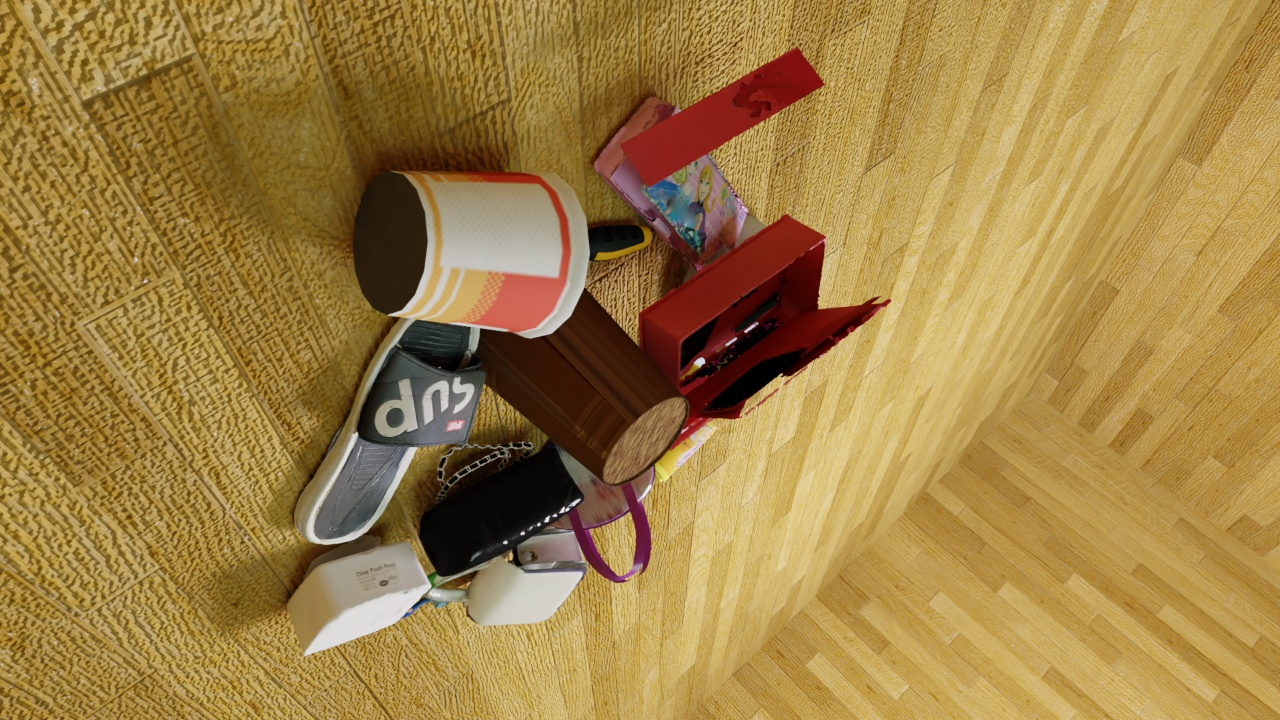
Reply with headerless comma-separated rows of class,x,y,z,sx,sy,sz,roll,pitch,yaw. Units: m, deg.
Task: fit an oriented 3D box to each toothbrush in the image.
toothbrush,-0.266,0.281,1.021,0.134,0.017,0.022,-4,132,-55
toothbrush,-0.064,-0.096,0.798,0.196,0.031,0.031,-17,154,-40

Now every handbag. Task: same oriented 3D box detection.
handbag,-0.166,0.243,1.056,0.175,0.074,0.152,3,140,-28
handbag,-0.160,0.146,0.949,0.153,0.114,0.125,-29,172,-39
handbag,-0.039,0.160,1.009,0.145,0.169,0.068,-25,153,7

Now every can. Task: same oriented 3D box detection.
can,0.042,0.098,1.176,0.105,0.067,0.068,-43,153,-10

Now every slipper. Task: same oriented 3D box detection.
slipper,-0.200,0.064,0.775,0.264,0.063,0.111,-54,153,17

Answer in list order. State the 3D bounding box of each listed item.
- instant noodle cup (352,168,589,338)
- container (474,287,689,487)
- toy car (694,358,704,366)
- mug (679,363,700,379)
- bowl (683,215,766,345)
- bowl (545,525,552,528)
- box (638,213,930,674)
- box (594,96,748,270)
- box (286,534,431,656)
instant noodle cup,-0.123,-0.078,0.642,0.120,0.123,0.124,-2,129,-46
container,-0.050,0.019,0.816,0.132,0.167,0.132,-36,151,-23
toy car,0.061,0.002,1.116,0.060,0.027,0.108,-34,148,-25
mug,0.030,0.066,1.084,0.078,0.078,0.122,-15,157,-47
bowl,0.120,-0.077,1.016,0.150,0.075,0.151,-33,140,-33
bowl,-0.085,0.168,1.120,0.119,0.032,0.119,-36,152,-23
box,0.144,0.082,0.935,0.212,0.128,0.425,-34,113,-28
box,0.045,-0.149,0.847,0.084,0.063,0.230,-49,153,4
box,-0.280,0.207,0.880,0.107,0.101,0.103,-6,150,-46
